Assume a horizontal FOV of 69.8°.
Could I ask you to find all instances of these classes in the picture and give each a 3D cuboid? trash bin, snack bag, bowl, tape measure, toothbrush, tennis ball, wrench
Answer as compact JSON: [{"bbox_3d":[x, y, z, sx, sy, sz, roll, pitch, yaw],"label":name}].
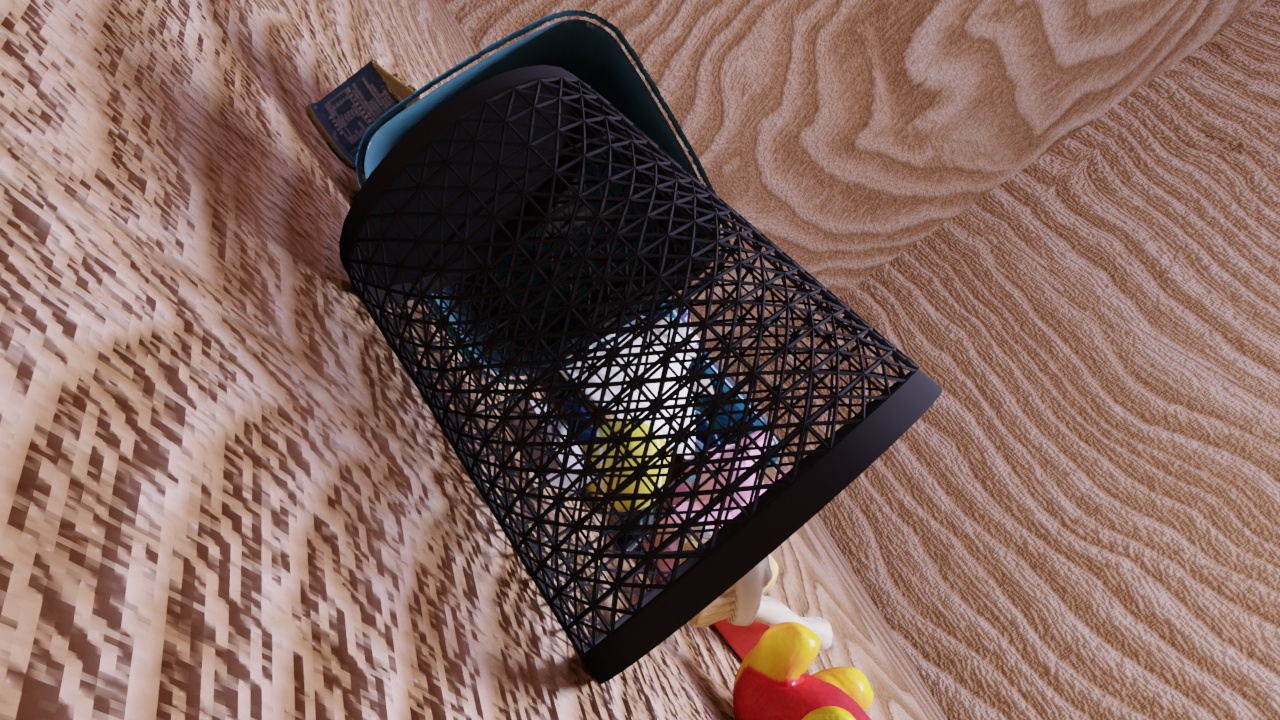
[{"bbox_3d":[-0.067,-0.112,0.686,0.199,0.196,0.218,60,0,-7],"label":"trash bin"},{"bbox_3d":[-0.015,-0.005,0.474,0.243,0.217,0.217,49,6,10],"label":"trash bin"},{"bbox_3d":[0.082,0.209,0.762,0.116,0.036,0.077,52,6,-18],"label":"snack bag"},{"bbox_3d":[-0.005,0.005,0.796,0.177,0.071,0.177,37,5,-4],"label":"bowl"},{"bbox_3d":[-0.057,0.056,0.607,0.060,0.020,0.062,59,8,30],"label":"tape measure"},{"bbox_3d":[-0.046,0.039,0.662,0.017,0.016,0.190,58,-4,-8],"label":"toothbrush"},{"bbox_3d":[-0.010,0.074,0.651,0.065,0.065,0.065,54,7,-10],"label":"tennis ball"},{"bbox_3d":[-0.028,-0.049,0.909,0.274,0.009,0.047,24,-19,52],"label":"wrench"}]

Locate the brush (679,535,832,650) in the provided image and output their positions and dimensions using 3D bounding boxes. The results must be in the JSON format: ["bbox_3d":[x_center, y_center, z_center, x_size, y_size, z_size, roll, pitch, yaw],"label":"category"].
[{"bbox_3d":[0.096,0.183,0.679,0.272,0.077,0.062,44,43,-54],"label":"brush"}]

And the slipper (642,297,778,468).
[{"bbox_3d":[0.032,0.010,0.977,0.295,0.060,0.118,50,-25,3],"label":"slipper"}]

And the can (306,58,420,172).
[{"bbox_3d":[-0.186,-0.172,0.663,0.054,0.059,0.099,55,6,3],"label":"can"}]

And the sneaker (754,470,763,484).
[{"bbox_3d":[0.061,0.078,1.091,0.235,0.087,0.079,51,2,-7],"label":"sneaker"}]

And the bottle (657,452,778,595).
[{"bbox_3d":[0.060,0.147,0.828,0.162,0.056,0.056,53,7,-18],"label":"bottle"}]

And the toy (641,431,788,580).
[{"bbox_3d":[0.054,0.119,0.719,0.067,0.157,0.124,55,-33,-1],"label":"toy"}]

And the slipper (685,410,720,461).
[{"bbox_3d":[0.058,0.098,0.941,0.104,0.059,0.214,56,-8,-13],"label":"slipper"}]

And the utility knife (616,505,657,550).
[{"bbox_3d":[-0.001,0.116,0.681,0.020,0.029,0.174,49,8,-1],"label":"utility knife"}]

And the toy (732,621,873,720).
[{"bbox_3d":[0.132,0.269,0.556,0.147,0.099,0.216,36,15,-33],"label":"toy"}]

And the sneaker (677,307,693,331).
[{"bbox_3d":[0.028,-0.014,1.168,0.244,0.111,0.091,50,8,-35],"label":"sneaker"}]
